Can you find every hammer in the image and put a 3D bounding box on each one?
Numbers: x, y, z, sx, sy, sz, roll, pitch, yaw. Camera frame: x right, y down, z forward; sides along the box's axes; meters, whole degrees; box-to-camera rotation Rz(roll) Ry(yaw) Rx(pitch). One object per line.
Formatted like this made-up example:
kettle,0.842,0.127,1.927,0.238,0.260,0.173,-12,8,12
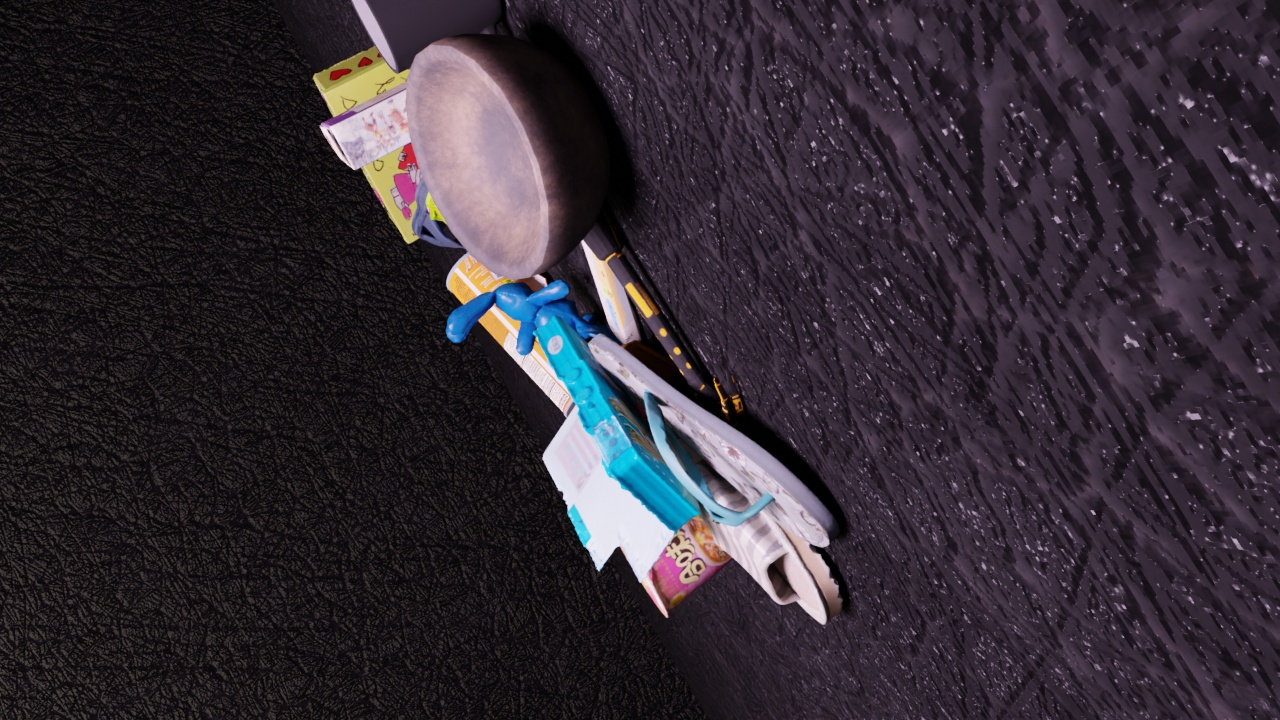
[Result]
hammer,-0.020,-0.080,0.694,0.320,0.036,0.123,56,168,0

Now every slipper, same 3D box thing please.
slipper,0.038,0.069,0.688,0.269,0.054,0.098,38,167,42
slipper,-0.197,-0.177,1.030,0.082,0.101,0.264,33,171,-8
slipper,0.070,0.116,0.773,0.272,0.054,0.114,48,169,45

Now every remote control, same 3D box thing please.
remote control,-0.026,-0.065,0.787,0.038,0.018,0.126,46,161,47

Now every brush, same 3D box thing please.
brush,-0.004,0.005,0.818,0.048,0.017,0.126,30,170,-10

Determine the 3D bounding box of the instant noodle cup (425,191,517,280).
instant noodle cup,-0.137,-0.141,0.899,0.108,0.098,0.099,46,166,15

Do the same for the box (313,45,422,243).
box,-0.297,-0.273,1.140,0.083,0.124,0.221,48,162,43

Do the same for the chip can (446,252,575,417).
chip can,-0.128,-0.035,1.059,0.215,0.075,0.075,46,165,15

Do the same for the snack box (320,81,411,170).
snack box,-0.206,-0.223,0.813,0.040,0.148,0.143,64,168,-23

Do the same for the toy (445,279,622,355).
toy,-0.103,-0.041,0.913,0.113,0.176,0.071,137,138,-79

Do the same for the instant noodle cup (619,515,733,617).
instant noodle cup,0.044,0.171,0.865,0.097,0.108,0.098,55,168,17

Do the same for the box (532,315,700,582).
box,-0.026,0.077,0.789,0.227,0.085,0.170,-125,29,-53

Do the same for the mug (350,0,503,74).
mug,-0.146,-0.245,0.657,0.113,0.088,0.078,63,168,-21

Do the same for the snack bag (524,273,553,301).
snack bag,-0.140,-0.085,1.154,0.144,0.039,0.131,44,157,42

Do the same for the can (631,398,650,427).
can,-0.009,0.052,0.943,0.130,0.044,0.130,55,168,17

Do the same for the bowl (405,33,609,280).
bowl,-0.085,-0.141,0.621,0.162,0.070,0.162,35,142,34
